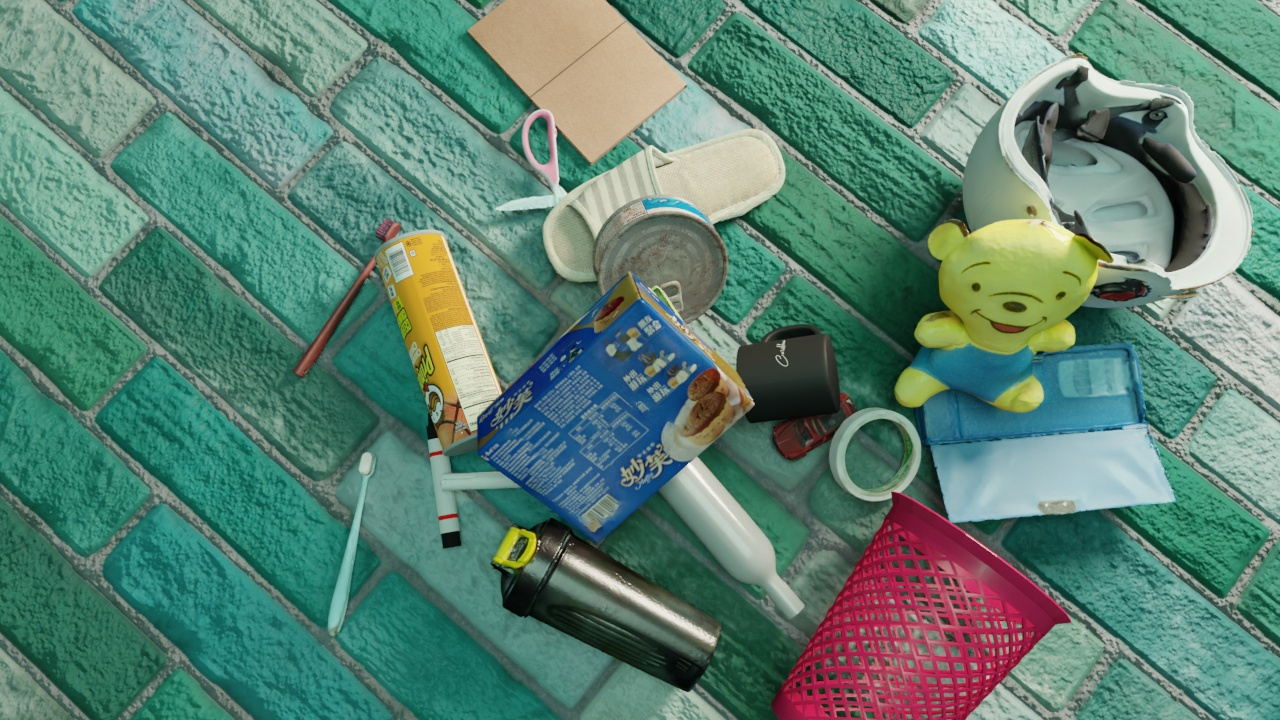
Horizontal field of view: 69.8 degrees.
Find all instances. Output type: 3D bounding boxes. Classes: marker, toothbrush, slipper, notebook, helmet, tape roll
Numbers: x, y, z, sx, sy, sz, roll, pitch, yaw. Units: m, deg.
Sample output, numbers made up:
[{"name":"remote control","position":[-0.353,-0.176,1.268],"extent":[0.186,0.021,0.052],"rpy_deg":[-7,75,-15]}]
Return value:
[{"name":"marker","position":[-0.130,0.117,0.910],"extent":[0.133,0.020,0.017],"rpy_deg":[-1,55,-11]},{"name":"toothbrush","position":[-0.307,-0.067,0.956],"extent":[0.016,0.016,0.189],"rpy_deg":[28,80,9]},{"name":"slipper","position":[0.027,-0.166,0.957],"extent":[0.272,0.054,0.114],"rpy_deg":[-26,88,-7]},{"name":"notebook","position":[-0.070,-0.335,1.018],"extent":[0.141,0.008,0.209],"rpy_deg":[-41,82,-8]},{"name":"marker","position":[-0.199,0.114,0.919],"extent":[0.019,0.019,0.145],"rpy_deg":[-10,79,-3]},{"name":"helmet","position":[0.444,-0.152,0.913],"extent":[0.264,0.164,0.236],"rpy_deg":[21,67,-5]},{"name":"tape roll","position":[0.235,0.094,0.916],"extent":[0.093,0.018,0.094],"rpy_deg":[-2,97,-16]},{"name":"toothbrush","position":[-0.286,0.180,0.907],"extent":[0.016,0.016,0.180],"rpy_deg":[9,80,0]}]

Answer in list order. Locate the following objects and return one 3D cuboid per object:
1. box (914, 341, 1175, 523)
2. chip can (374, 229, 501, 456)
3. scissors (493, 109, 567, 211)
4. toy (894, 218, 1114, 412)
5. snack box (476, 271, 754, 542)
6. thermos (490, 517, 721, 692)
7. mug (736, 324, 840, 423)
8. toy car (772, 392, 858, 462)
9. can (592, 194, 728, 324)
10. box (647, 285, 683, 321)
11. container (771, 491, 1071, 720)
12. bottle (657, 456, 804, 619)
[{"name":"box","position":[0.400,0.073,0.928],"extent":[0.231,0.048,0.176],"rpy_deg":[-4,71,-2]},{"name":"chip can","position":[-0.196,-0.018,0.918],"extent":[0.075,0.075,0.215],"rpy_deg":[-21,80,-5]},{"name":"scissors","position":[-0.072,-0.186,0.977],"extent":[0.172,0.013,0.170],"rpy_deg":[-6,85,-7]},{"name":"toy","position":[0.326,-0.045,0.843],"extent":[0.149,0.214,0.083],"rpy_deg":[6,42,6]},{"name":"snack box","position":[-0.025,0.047,0.840],"extent":[0.203,0.069,0.155],"rpy_deg":[-43,115,13]},{"name":"thermos","position":[-0.036,0.227,0.864],"extent":[0.221,0.098,0.098],"rpy_deg":[29,79,1]},{"name":"mug","position":[0.149,0.006,0.915],"extent":[0.088,0.078,0.113],"rpy_deg":[-8,41,18]},{"name":"toy car","position":[0.177,0.067,0.930],"extent":[0.091,0.036,0.042],"rpy_deg":[-29,81,-1]},{"name":"can","position":[0.019,-0.096,0.914],"extent":[0.130,0.044,0.130],"rpy_deg":[-5,123,-8]},{"name":"box","position":[-0.040,0.009,0.887],"extent":[0.188,0.090,0.077],"rpy_deg":[-38,86,10]},{"name":"container","position":[0.237,0.265,0.829],"extent":[0.183,0.183,0.225],"rpy_deg":[38,88,6]},{"name":"bottle","position":[0.087,0.170,0.897],"extent":[0.052,0.052,0.195],"rpy_deg":[-40,82,-8]}]
